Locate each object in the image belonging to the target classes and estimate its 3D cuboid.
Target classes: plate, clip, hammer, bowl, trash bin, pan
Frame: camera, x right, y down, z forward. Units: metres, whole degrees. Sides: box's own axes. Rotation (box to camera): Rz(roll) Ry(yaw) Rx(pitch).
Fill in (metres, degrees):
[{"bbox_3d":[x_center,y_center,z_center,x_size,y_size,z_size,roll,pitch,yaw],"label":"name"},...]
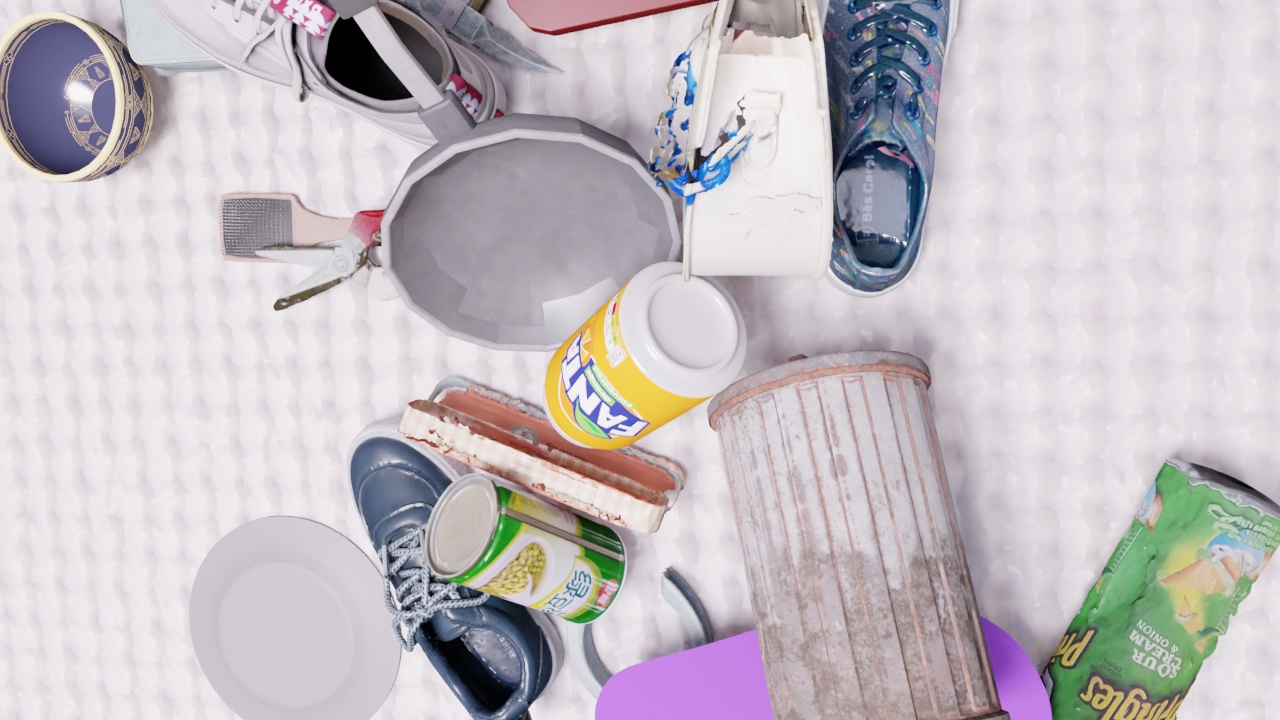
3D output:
[{"bbox_3d":[-0.267,0.207,0.696,0.178,0.012,0.178,1,97,12],"label":"plate"},{"bbox_3d":[0.037,0.217,0.627,0.141,0.029,0.171,-28,91,15],"label":"clip"},{"bbox_3d":[-0.038,-0.344,0.578,0.147,0.028,0.317,34,103,0],"label":"hammer"},{"bbox_3d":[-0.392,-0.182,0.651,0.112,0.061,0.112,2,98,14],"label":"bowl"},{"bbox_3d":[0.115,0.099,0.513,0.131,0.131,0.211,-13,69,13],"label":"trash bin"},{"bbox_3d":[-0.101,-0.127,0.495,0.179,0.357,0.041,-20,49,14],"label":"pan"}]

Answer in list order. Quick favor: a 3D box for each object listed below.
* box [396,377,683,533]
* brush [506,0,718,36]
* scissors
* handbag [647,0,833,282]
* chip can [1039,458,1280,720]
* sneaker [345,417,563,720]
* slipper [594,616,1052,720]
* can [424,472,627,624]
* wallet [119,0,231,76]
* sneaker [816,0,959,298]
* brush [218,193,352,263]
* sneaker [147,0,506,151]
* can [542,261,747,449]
[{"bbox_3d":[-0.063,0.062,0.607,0.187,0.083,0.043,21,103,7],"label":"box"},{"bbox_3d":[-0.001,-0.254,0.561,0.173,0.041,0.082,-10,103,5],"label":"brush"},{"bbox_3d":[-0.167,-0.074,0.635,0.179,0.015,0.194,36,110,-2],"label":"scissors"},{"bbox_3d":[0.053,-0.151,0.477,0.093,0.200,0.200,2,121,4],"label":"handbag"},{"bbox_3d":[0.295,0.168,0.544,0.075,0.075,0.223,25,101,8],"label":"chip can"},{"bbox_3d":[-0.136,0.149,0.624,0.089,0.087,0.235,-34,89,14],"label":"sneaker"},{"bbox_3d":[0.109,0.220,0.585,0.267,0.084,0.107,-12,68,7],"label":"slipper"},{"bbox_3d":[-0.070,0.122,0.586,0.067,0.121,0.067,-24,51,33],"label":"can"},{"bbox_3d":[-0.285,-0.250,0.629,0.132,0.054,0.100,0,104,9],"label":"wallet"},{"bbox_3d":[0.138,-0.153,0.536,0.087,0.079,0.235,5,98,11],"label":"sneaker"},{"bbox_3d":[-0.242,-0.094,0.655,0.136,0.015,0.050,3,98,12],"label":"brush"},{"bbox_3d":[-0.206,-0.208,0.548,0.263,0.128,0.097,29,93,-8],"label":"sneaker"},{"bbox_3d":[-0.003,0.003,0.548,0.079,0.143,0.079,9,67,-24],"label":"can"}]
